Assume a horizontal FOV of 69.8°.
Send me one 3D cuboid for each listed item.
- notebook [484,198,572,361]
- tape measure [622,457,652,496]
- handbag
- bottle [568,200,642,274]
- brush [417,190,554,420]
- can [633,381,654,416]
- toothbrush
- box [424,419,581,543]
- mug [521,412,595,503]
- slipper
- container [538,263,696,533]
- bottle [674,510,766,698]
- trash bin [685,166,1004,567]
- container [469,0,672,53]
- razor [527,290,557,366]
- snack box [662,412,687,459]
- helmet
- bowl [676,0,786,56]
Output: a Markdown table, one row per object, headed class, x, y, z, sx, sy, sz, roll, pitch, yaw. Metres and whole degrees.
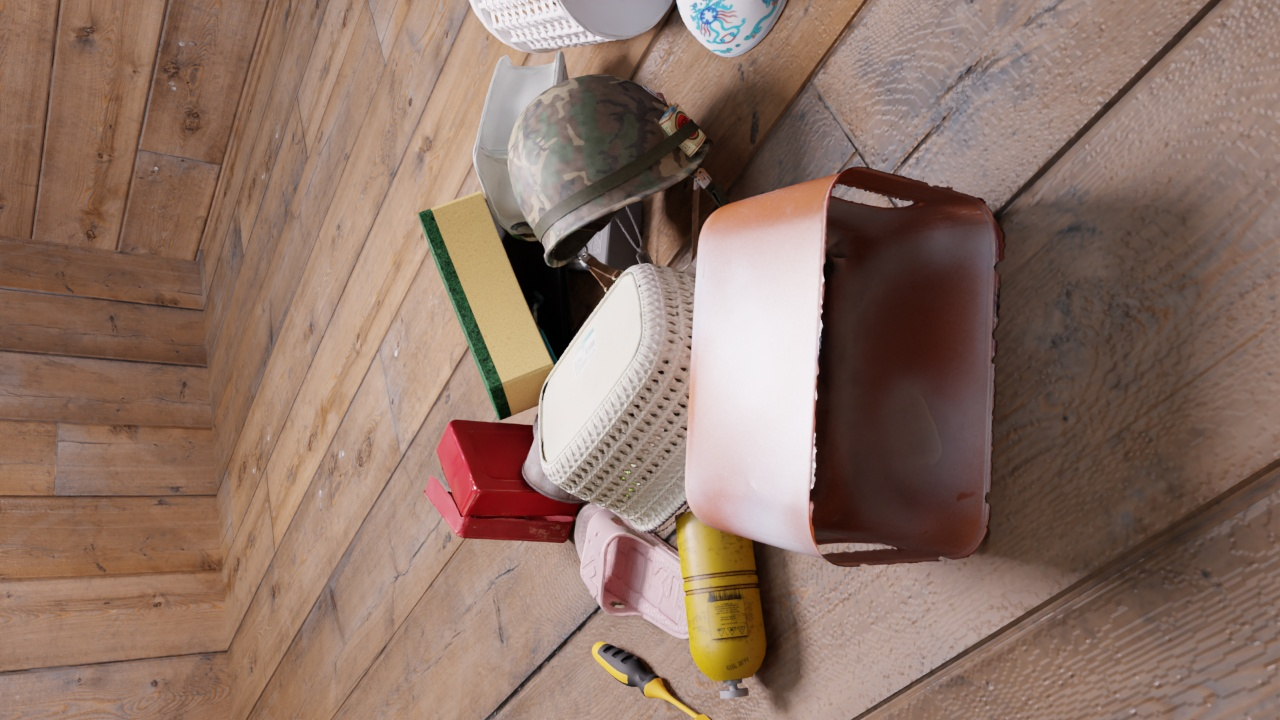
| class | x | y | z | sx | sy | sz | roll | pitch | yaw |
| --- | --- | --- | --- | --- | --- | --- | --- | --- | --- |
| notebook | -0.147 | -0.098 | 1.186 | 0.231 | 0.019 | 0.169 | 39 | 138 | 50 |
| tape measure | -0.007 | 0.135 | 0.994 | 0.066 | 0.035 | 0.058 | -51 | 56 | 33 |
| handbag | -0.122 | -0.255 | 1.089 | 0.142 | 0.096 | 0.198 | 73 | -162 | -51 |
| bottle | -0.067 | -0.147 | 1.106 | 0.174 | 0.046 | 0.083 | 5 | 90 | 55 |
| brush | -0.181 | -0.059 | 1.101 | 0.195 | 0.075 | 0.250 | 118 | 129 | -77 |
| can | -0.006 | 0.006 | 0.979 | 0.054 | 0.053 | 0.138 | 62 | 140 | 38 |
| toothbrush | 0.011 | 0.335 | 0.946 | 0.197 | 0.031 | 0.031 | 14 | 111 | 51 |
| box | -0.158 | 0.144 | 1.102 | 0.136 | 0.157 | 0.117 | 39 | 112 | 48 |
| mug | -0.086 | 0.087 | 1.060 | 0.123 | 0.096 | 0.110 | 41 | 113 | 39 |
| slipper | -0.015 | 0.222 | 0.967 | 0.239 | 0.064 | 0.094 | 21 | 102 | 52 |
| container | 0.010 | 0.030 | 0.844 | 0.252 | 0.143 | 0.184 | -51 | 29 | 32 |
| bottle | 0.074 | 0.220 | 0.835 | 0.071 | 0.071 | 0.163 | -27 | 64 | 50 |
| trash bin | 0.143 | 0.005 | 0.678 | 0.158 | 0.181 | 0.259 | 1 | 87 | 56 |
| container | -0.080 | -0.455 | 1.045 | 0.187 | 0.189 | 0.189 | 20 | 101 | 53 |
| razor | -0.111 | -0.012 | 1.117 | 0.144 | 0.022 | 0.042 | 68 | 154 | 13 |
| snack box | 0.076 | 0.088 | 0.889 | 0.148 | 0.025 | 0.080 | -2 | 84 | 54 |
| helmet | -0.015 | -0.169 | 0.916 | 0.193 | 0.223 | 0.236 | -29 | 87 | 43 |
| bowl | 0.077 | -0.384 | 0.910 | 0.144 | 0.074 | 0.144 | -11 | 76 | 54 |
